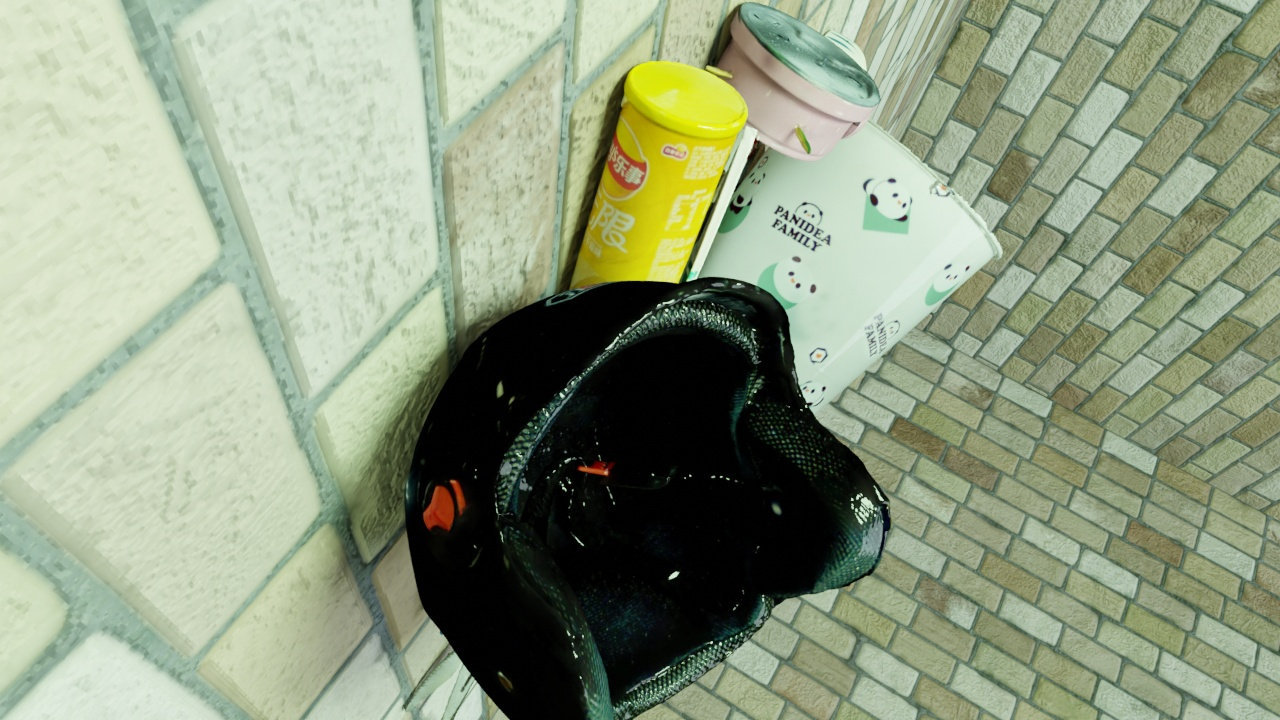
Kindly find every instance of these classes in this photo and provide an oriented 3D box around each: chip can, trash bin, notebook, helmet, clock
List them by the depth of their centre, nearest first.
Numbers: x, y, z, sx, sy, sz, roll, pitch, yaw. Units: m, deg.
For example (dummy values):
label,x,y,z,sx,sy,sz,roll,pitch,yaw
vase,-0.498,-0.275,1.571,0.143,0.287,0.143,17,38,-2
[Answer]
label,x,y,z,sx,sy,sz,roll,pitch,yaw
helmet,-0.016,0.072,0.508,0.232,0.230,0.275,-19,121,-40
chip can,-0.001,-0.076,0.581,0.071,0.072,0.214,-48,164,-47
clock,0.114,-0.202,0.666,0.060,0.117,0.158,-55,172,36
notebook,0.049,-0.090,0.681,0.209,0.012,0.150,-65,178,-81
trash bin,0.155,-0.078,0.848,0.252,0.229,0.229,-48,171,10

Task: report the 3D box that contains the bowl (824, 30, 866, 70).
label,x,y,z,sx,sy,sz,roll,pitch,yaw
bowl,0.207,-0.287,0.990,0.116,0.066,0.117,-57,169,-17

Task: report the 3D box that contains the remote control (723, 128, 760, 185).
label,x,y,z,sx,sy,sz,roll,pitch,yaw
remote control,0.104,-0.217,0.828,0.055,0.020,0.136,-44,161,-58

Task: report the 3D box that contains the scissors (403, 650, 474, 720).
label,x,y,z,sx,sy,sz,roll,pitch,yaw
scissors,-0.128,0.242,0.865,0.223,0.015,0.189,-14,116,-35

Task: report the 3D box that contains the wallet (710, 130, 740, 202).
label,x,y,z,sx,sy,sz,roll,pitch,yaw
wallet,0.046,-0.142,0.759,0.087,0.024,0.115,-35,152,-55

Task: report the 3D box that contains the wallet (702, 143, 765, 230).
label,x,y,z,sx,sy,sz,roll,pitch,yaw
wallet,0.099,-0.160,0.961,0.115,0.020,0.101,-60,170,-8

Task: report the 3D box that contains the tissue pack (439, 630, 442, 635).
label,x,y,z,sx,sy,sz,roll,pitch,yaw
tissue pack,-0.112,0.137,0.685,0.094,0.052,0.157,-48,164,-47
